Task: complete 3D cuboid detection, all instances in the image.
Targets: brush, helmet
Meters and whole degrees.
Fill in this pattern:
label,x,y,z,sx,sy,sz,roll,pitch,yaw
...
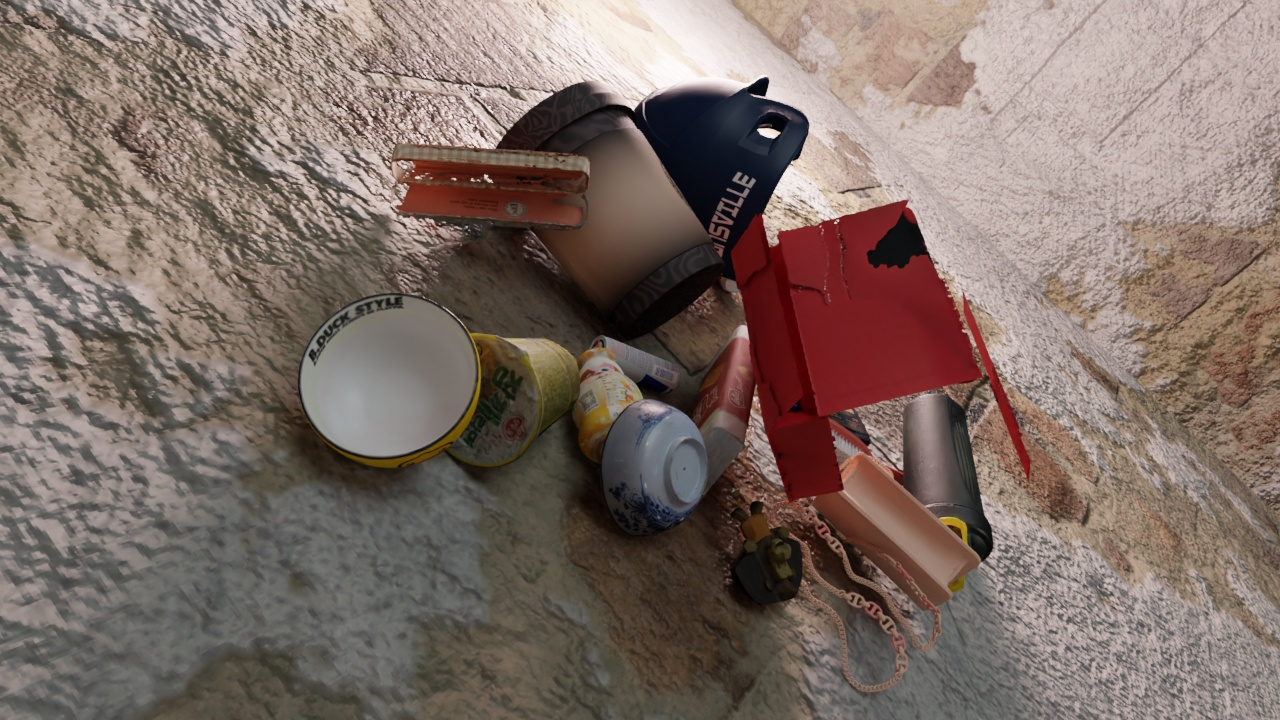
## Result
label,x,y,z,sx,sy,sz,roll,pitch,yaw
brush,0.256,0.119,1.063,0.172,0.041,0.030,33,47,-19
helmet,0.081,-0.239,1.123,0.223,0.233,0.271,28,44,14

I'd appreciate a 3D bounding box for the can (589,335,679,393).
label,x,y,z,sx,sy,sz,roll,pitch,yaw
can,-0.005,0.005,0.901,0.095,0.032,0.032,22,34,-32

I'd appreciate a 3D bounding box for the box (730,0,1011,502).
label,x,y,z,sx,sy,sz,roll,pitch,yaw
box,0.151,-0.073,0.746,0.107,0.411,0.211,2,51,-8

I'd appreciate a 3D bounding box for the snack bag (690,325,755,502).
label,x,y,z,sx,sy,sz,roll,pitch,yaw
snack bag,0.081,0.043,0.909,0.041,0.078,0.224,33,29,-4

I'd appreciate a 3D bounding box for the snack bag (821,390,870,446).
label,x,y,z,sx,sy,sz,roll,pitch,yaw
snack bag,0.214,0.058,1.110,0.155,0.018,0.074,21,33,-33

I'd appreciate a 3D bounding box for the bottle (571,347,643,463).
label,x,y,z,sx,sy,sz,roll,pitch,yaw
bottle,-0.029,0.037,0.796,0.063,0.063,0.109,21,36,-32

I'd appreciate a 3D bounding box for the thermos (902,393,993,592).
label,x,y,z,sx,sy,sz,roll,pitch,yaw
thermos,0.336,0.140,1.027,0.098,0.098,0.220,31,44,-19

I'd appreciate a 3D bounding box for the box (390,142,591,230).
label,x,y,z,sx,sy,sz,roll,pitch,yaw
box,-0.139,-0.163,0.853,0.187,0.079,0.054,2,15,-5

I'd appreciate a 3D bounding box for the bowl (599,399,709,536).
label,x,y,z,sx,sy,sz,roll,pitch,yaw
bowl,0.022,0.088,0.741,0.114,0.045,0.114,1,89,-51

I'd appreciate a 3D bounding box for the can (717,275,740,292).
label,x,y,z,sx,sy,sz,roll,pitch,yaw
can,0.117,-0.140,1.230,0.054,0.054,0.096,16,37,-38

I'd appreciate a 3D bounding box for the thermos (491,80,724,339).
label,x,y,z,sx,sy,sz,roll,pitch,yaw
thermos,-0.030,-0.150,0.961,0.226,0.173,0.172,54,30,10

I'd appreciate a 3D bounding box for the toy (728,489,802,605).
label,x,y,z,sx,sy,sz,roll,pitch,yaw
toy,0.103,0.157,0.785,0.076,0.063,0.100,-13,76,-36

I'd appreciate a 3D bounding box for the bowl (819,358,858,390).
label,x,y,z,sx,sy,sz,roll,pitch,yaw
bowl,0.210,0.001,1.128,0.105,0.054,0.105,23,10,-5

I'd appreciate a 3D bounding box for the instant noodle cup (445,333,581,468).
label,x,y,z,sx,sy,sz,roll,pitch,yaw
instant noodle cup,-0.098,0.022,0.710,0.102,0.102,0.108,46,20,8

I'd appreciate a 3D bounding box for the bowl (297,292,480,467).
label,x,y,z,sx,sy,sz,roll,pitch,yaw
bowl,-0.166,0.020,0.628,0.117,0.068,0.117,1,69,-4

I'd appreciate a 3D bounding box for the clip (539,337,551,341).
label,x,y,z,sx,sy,sz,roll,pitch,yaw
clip,-0.091,0.002,0.806,0.048,0.045,0.054,47,17,-49

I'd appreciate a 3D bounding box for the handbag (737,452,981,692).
label,x,y,z,sx,sy,sz,roll,pitch,yaw
handbag,0.195,0.196,0.883,0.186,0.117,0.199,-40,73,-20
